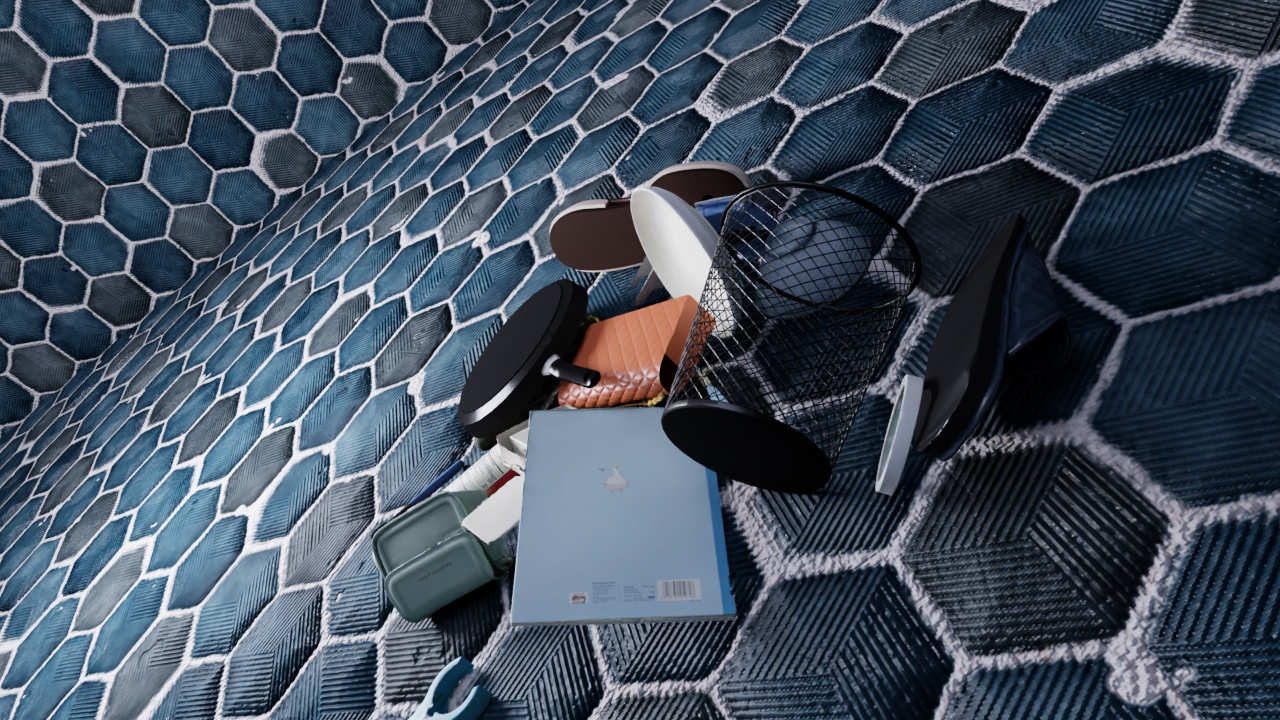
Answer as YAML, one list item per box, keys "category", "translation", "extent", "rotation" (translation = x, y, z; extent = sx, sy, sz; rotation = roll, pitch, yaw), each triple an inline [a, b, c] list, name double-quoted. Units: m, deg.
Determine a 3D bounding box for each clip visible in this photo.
- category: "clip"
  translation: [-0.179, 0.336, 0.826]
  extent: [0.120, 0.030, 0.130]
  rotation: [8, 57, 45]
- category: "clip"
  translation: [0.019, -0.112, 1.104]
  extent: [0.059, 0.052, 0.102]
  rotation: [-30, -13, -30]

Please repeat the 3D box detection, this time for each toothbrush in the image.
- category: "toothbrush"
  translation: [-0.254, 0.160, 1.061]
  extent: [0.014, 0.014, 0.167]
  rotation: [-58, -9, 35]
- category: "toothbrush"
  translation: [0.073, 0.032, 0.923]
  extent: [0.022, 0.016, 0.155]
  rotation: [-31, 33, -1]

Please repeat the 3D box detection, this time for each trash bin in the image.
- category: "trash bin"
  translation: [0.121, -0.013, 0.787]
  extent: [0.184, 0.184, 0.209]
  rotation: [-2, 55, 45]

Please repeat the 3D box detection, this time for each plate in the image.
- category: "plate"
  translation: [0.055, -0.108, 0.962]
  extent: [0.034, 0.182, 0.182]
  rotation: [-34, 31, -12]

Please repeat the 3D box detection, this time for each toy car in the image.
- category: "toy car"
  translation: [0.110, -0.146, 0.992]
  extent: [0.056, 0.153, 0.054]
  rotation: [-6, 83, 25]

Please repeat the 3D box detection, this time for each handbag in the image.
- category: "handbag"
  translation: [-0.205, 0.198, 0.949]
  extent: [0.122, 0.067, 0.106]
  rotation: [-31, 74, 14]
- category: "handbag"
  translation: [-0.006, 0.005, 0.985]
  extent: [0.172, 0.060, 0.108]
  rotation: [-14, 42, 49]

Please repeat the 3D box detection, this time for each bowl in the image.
- category: "bowl"
  translation: [0.166, -0.112, 0.956]
  extent: [0.137, 0.057, 0.136]
  rotation: [-27, 35, 21]

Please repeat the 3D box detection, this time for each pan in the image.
- category: "pan"
  translation: [-0.121, -0.002, 1.059]
  extent: [0.225, 0.034, 0.357]
  rotation: [-56, 22, -9]

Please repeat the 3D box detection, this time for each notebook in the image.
- category: "notebook"
  translation: [-0.017, 0.128, 0.823]
  extent: [0.181, 0.009, 0.252]
  rotation: [-1, 39, -1]

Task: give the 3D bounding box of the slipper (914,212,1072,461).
- category: "slipper"
  translation: [0.282, -0.011, 0.708]
  extent: [0.264, 0.083, 0.109]
  rotation: [-58, -6, -45]

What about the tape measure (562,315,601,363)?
- category: "tape measure"
  translation: [-0.081, -0.023, 1.128]
  extent: [0.072, 0.042, 0.071]
  rotation: [22, 74, 50]

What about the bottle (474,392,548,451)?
- category: "bottle"
  translation: [-0.154, 0.071, 1.107]
  extent: [0.106, 0.025, 0.025]
  rotation: [-36, 33, 9]

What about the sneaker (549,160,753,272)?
- category: "sneaker"
  translation: [0.027, -0.189, 1.173]
  extent: [0.295, 0.112, 0.116]
  rotation: [-14, 21, 37]

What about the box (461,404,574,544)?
- category: "box"
  translation: [-0.107, 0.112, 0.921]
  extent: [0.183, 0.044, 0.144]
  rotation: [-24, 25, -30]

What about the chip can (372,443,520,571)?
- category: "chip can"
  translation: [-0.203, 0.163, 1.027]
  extent: [0.215, 0.052, 0.052]
  rotation: [-40, 32, 3]

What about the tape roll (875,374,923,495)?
- category: "tape roll"
  translation: [0.198, 0.057, 0.702]
  extent: [0.013, 0.093, 0.092]
  rotation: [15, 55, 11]
